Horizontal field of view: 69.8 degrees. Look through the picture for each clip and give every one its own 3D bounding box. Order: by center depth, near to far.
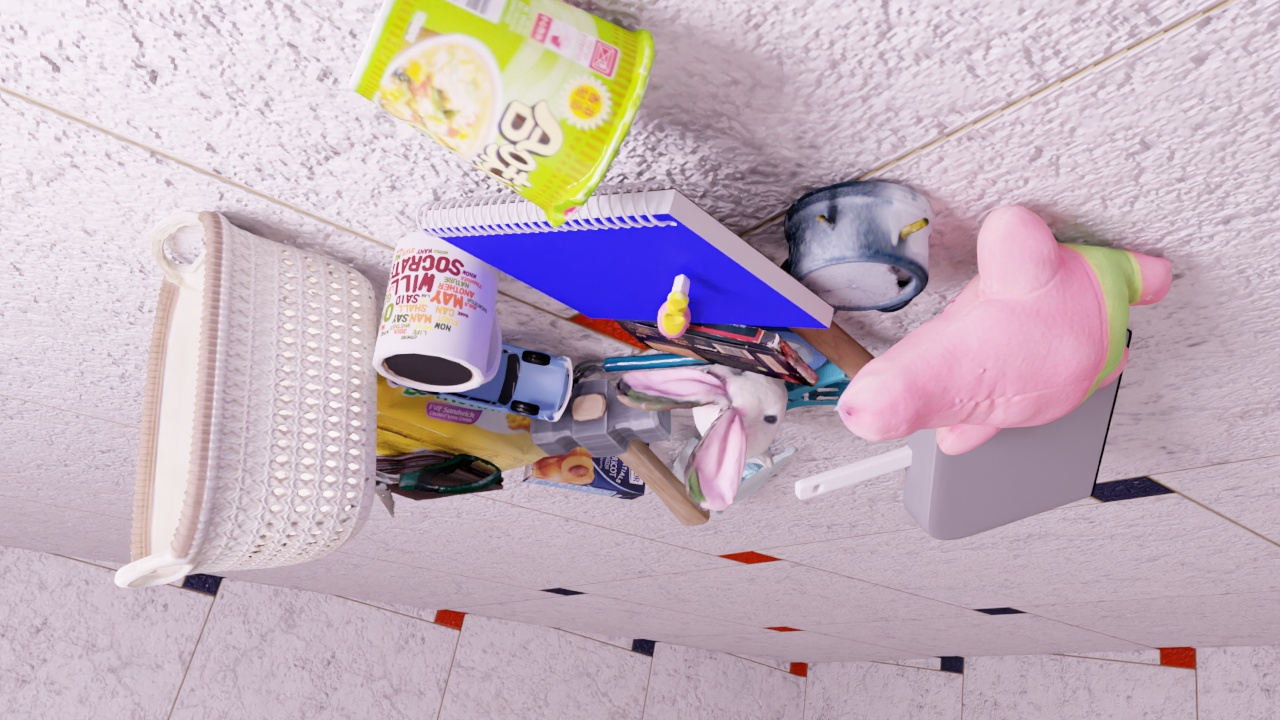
[{"bbox_3d":[0.127,0.019,0.795,0.127,0.028,0.113,-16,144,41],"label":"clip"}]

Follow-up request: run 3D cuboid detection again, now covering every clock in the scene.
[{"bbox_3d":[0.132,-0.063,0.568,0.090,0.052,0.129,3,162,5],"label":"clock"}]

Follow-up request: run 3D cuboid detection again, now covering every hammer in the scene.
[{"bbox_3d":[0.172,0.006,0.704,0.052,0.097,0.328,-16,142,42],"label":"hammer"},{"bbox_3d":[0.009,0.107,0.913,0.117,0.051,0.323,-9,152,17],"label":"hammer"}]

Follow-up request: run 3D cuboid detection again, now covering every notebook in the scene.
[{"bbox_3d":[-0.014,-0.060,0.570,0.209,0.022,0.171,5,165,43],"label":"notebook"}]

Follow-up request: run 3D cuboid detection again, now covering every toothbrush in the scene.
[{"bbox_3d":[0.022,-0.031,0.577,0.021,0.016,0.135,12,172,1],"label":"toothbrush"}]

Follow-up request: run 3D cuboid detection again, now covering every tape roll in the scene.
[{"bbox_3d":[0.104,-0.011,0.736,0.091,0.016,0.093,24,150,-39],"label":"tape roll"}]

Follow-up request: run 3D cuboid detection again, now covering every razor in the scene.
[{"bbox_3d":[-0.005,0.005,0.793,0.144,0.022,0.042,-9,153,18],"label":"razor"}]

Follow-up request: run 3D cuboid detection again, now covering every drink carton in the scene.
[{"bbox_3d":[-0.057,0.111,0.996,0.130,0.064,0.040,12,161,-18],"label":"drink carton"}]

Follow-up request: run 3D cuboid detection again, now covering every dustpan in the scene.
[{"bbox_3d":[0.242,0.071,0.701,0.257,0.033,0.163,-15,125,-12],"label":"dustpan"}]

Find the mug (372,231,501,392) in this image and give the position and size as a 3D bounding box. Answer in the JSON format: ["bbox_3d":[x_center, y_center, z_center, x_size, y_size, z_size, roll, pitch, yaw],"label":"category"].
[{"bbox_3d":[-0.133,-0.027,0.650,0.074,0.089,0.105,-8,154,28],"label":"mug"}]

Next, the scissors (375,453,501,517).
[{"bbox_3d":[-0.241,0.084,0.829,0.202,0.015,0.204,-15,135,26],"label":"scissors"}]

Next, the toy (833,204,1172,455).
[{"bbox_3d":[0.220,-0.004,0.572,0.236,0.097,0.192,-18,132,-21],"label":"toy"}]

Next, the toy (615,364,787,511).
[{"bbox_3d":[0.085,0.053,0.753,0.106,0.131,0.205,-39,155,13],"label":"toy"}]

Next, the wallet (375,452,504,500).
[{"bbox_3d":[-0.211,0.118,0.914,0.120,0.031,0.099,-9,156,24],"label":"wallet"}]

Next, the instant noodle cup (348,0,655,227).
[{"bbox_3d":[-0.064,-0.127,0.407,0.108,0.098,0.099,25,151,-21],"label":"instant noodle cup"}]

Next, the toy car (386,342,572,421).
[{"bbox_3d":[-0.133,0.011,0.773,0.153,0.056,0.055,12,176,1],"label":"toy car"}]

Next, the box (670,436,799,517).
[{"bbox_3d":[0.095,0.128,1.043,0.125,0.075,0.198,-13,163,-11],"label":"box"}]

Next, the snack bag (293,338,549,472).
[{"bbox_3d":[-0.205,0.055,0.889,0.247,0.068,0.160,24,151,-38],"label":"snack bag"}]

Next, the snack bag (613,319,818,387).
[{"bbox_3d":[0.050,-0.013,0.675,0.155,0.018,0.074,15,166,39],"label":"snack bag"}]

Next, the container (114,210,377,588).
[{"bbox_3d":[-0.274,0.031,0.641,0.142,0.245,0.185,10,155,-36],"label":"container"}]
